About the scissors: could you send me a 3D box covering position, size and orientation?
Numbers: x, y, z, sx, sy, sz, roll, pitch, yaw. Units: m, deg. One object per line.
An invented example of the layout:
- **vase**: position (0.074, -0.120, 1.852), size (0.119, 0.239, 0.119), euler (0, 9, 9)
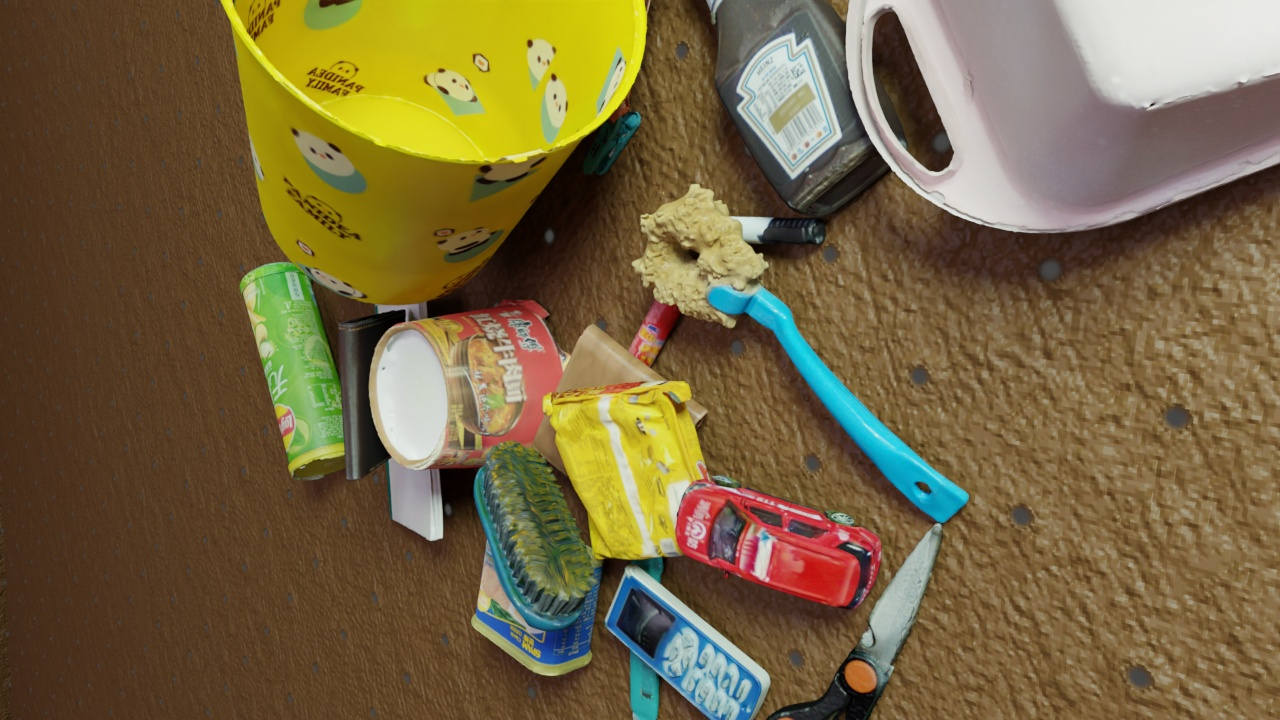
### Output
- **scissors**: position (0.137, 0.195, 0.522), size (0.125, 0.021, 0.235), euler (48, 120, 18)

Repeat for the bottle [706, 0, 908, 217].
- **bottle**: position (0.076, -0.178, 0.525), size (0.080, 0.044, 0.194), euler (-39, 67, 35)

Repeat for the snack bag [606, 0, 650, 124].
- **snack bag**: position (-0.019, -0.273, 0.597), size (0.128, 0.073, 0.208), euler (46, 129, 41)

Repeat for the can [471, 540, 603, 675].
- **can**: position (-0.078, 0.176, 0.699), size (0.102, 0.057, 0.083), euler (20, 105, 41)

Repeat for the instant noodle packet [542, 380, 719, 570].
- **instant noodle packet**: position (0.000, 0.075, 0.598), size (0.111, 0.044, 0.128), euler (-7, 106, 34)

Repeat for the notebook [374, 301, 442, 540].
- **notebook**: position (-0.210, 0.047, 0.818), size (0.151, 0.012, 0.209), euler (-3, 91, 61)

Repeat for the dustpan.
- **dustpan**: position (0.225, -0.180, 0.381), size (0.273, 0.139, 0.222), euler (-17, 77, 8)

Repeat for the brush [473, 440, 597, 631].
- **brush**: position (-0.079, 0.126, 0.633), size (0.143, 0.055, 0.074), euler (60, 137, 40)

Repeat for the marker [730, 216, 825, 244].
- **marker**: position (0.055, -0.081, 0.569), size (0.131, 0.022, 0.018), euler (8, 106, 42)

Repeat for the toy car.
- **toy car**: position (0.076, 0.105, 0.529), size (0.121, 0.045, 0.053), euler (15, 104, 21)

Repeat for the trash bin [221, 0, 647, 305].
- **trash bin**: position (-0.148, -0.165, 0.594), size (0.256, 0.229, 0.229), euler (-42, 64, 61)

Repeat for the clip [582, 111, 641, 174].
- **clip**: position (-0.021, -0.151, 0.638), size (0.057, 0.046, 0.014), euler (-50, 62, 36)

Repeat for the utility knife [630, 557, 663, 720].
- **utility knife**: position (0.004, 0.195, 0.651), size (0.029, 0.013, 0.171), euler (5, 98, 40)

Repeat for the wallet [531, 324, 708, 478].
- **wallet**: position (-0.019, 0.047, 0.637), size (0.101, 0.020, 0.115), euler (38, 123, 14)

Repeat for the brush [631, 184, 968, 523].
- **brush**: position (0.084, -0.007, 0.526), size (0.254, 0.045, 0.083), euler (48, 138, 21)

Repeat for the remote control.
- **remote control**: position (0.029, 0.191, 0.610), size (0.125, 0.024, 0.049), euler (33, 112, 30)

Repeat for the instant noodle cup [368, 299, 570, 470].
- **instant noodle cup**: position (-0.134, 0.024, 0.702), size (0.138, 0.108, 0.138), euler (6, 98, 44)

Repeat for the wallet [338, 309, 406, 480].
- **wallet**: position (-0.212, 0.024, 0.735), size (0.020, 0.096, 0.122), euler (4, 100, 12)

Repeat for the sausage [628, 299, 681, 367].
- **sausage**: position (-0.004, 0.004, 0.636), size (0.020, 0.020, 0.156), euler (48, 125, 30)

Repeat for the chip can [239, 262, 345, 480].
- **chip can**: position (-0.346, 0.007, 0.931), size (0.073, 0.072, 0.221), euler (-34, 70, 41)
